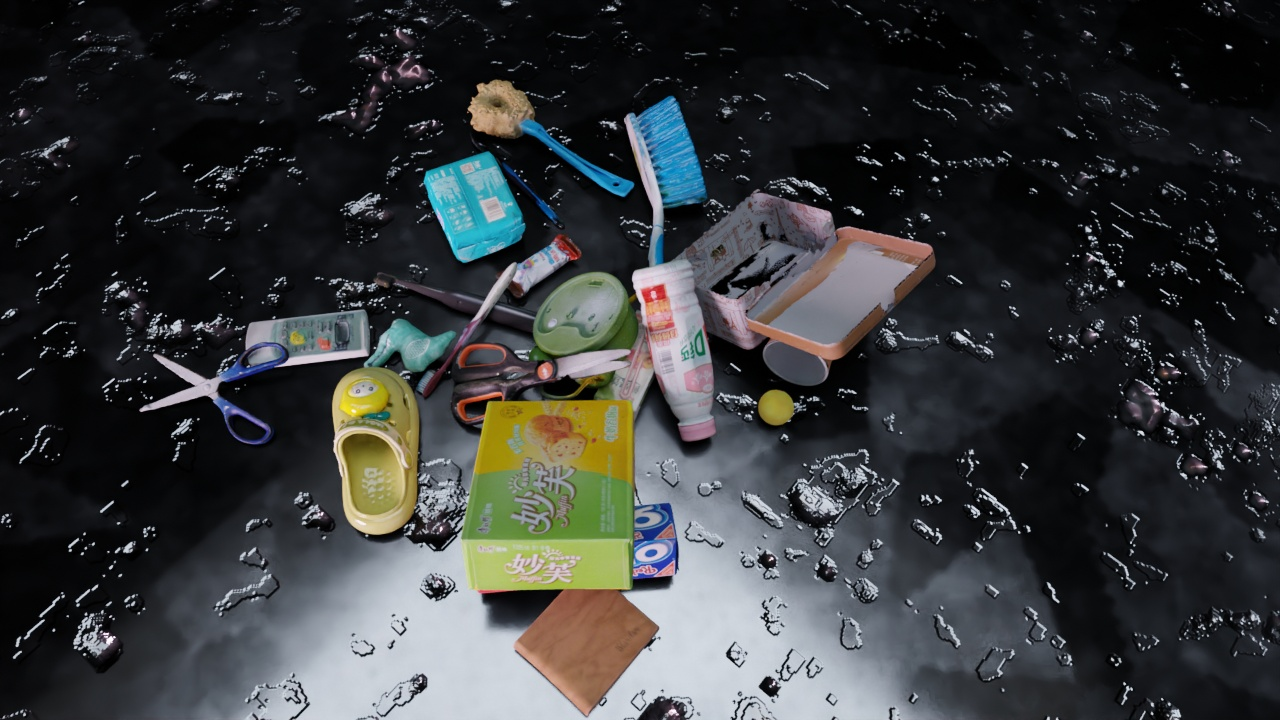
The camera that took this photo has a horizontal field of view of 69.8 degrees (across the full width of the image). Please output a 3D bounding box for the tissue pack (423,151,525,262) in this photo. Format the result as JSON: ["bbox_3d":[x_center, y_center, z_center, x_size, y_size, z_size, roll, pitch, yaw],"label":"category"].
[{"bbox_3d":[-0.206,-0.193,1.134,0.093,0.050,0.133,-21,66,-12],"label":"tissue pack"}]

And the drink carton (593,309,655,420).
[{"bbox_3d":[-0.006,0.006,1.050,0.053,0.046,0.122,23,64,6],"label":"drink carton"}]

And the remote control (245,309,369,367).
[{"bbox_3d":[-0.381,-0.024,1.053,0.135,0.019,0.056,-7,64,-8],"label":"remote control"}]

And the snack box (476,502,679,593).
[{"bbox_3d":[-0.065,0.190,0.935,0.207,0.057,0.058,-4,34,-5],"label":"snack box"}]

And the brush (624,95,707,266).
[{"bbox_3d":[0.035,-0.193,1.155,0.109,0.061,0.314,-14,67,-5],"label":"brush"}]

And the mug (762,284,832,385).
[{"bbox_3d":[0.202,-0.041,1.075,0.078,0.078,0.122,25,60,9],"label":"mug"}]

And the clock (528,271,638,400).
[{"bbox_3d":[-0.065,-0.025,1.031,0.116,0.056,0.161,6,59,37],"label":"clock"}]

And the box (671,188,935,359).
[{"bbox_3d":[0.173,-0.090,1.023,0.176,0.082,0.260,-41,40,-21],"label":"box"}]

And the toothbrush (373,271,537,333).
[{"bbox_3d":[-0.214,-0.070,1.085,0.213,0.026,0.027,16,42,4],"label":"toothbrush"}]

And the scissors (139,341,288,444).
[{"bbox_3d":[-0.462,0.031,1.013,0.174,0.012,0.162,-38,78,-7],"label":"scissors"}]

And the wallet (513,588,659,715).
[{"bbox_3d":[-0.053,0.278,0.924,0.101,0.020,0.115,38,64,13],"label":"wallet"}]

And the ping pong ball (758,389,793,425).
[{"bbox_3d":[0.154,0.053,1.040,0.040,0.040,0.040,2,63,-3],"label":"ping pong ball"}]

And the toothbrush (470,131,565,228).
[{"bbox_3d":[-0.159,-0.232,1.181,0.014,0.016,0.189,-35,73,-29],"label":"toothbrush"}]

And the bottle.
[{"bbox_3d":[0.044,-0.010,1.013,0.068,0.068,0.197,-15,96,-12],"label":"bottle"}]

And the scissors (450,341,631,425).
[{"bbox_3d":[-0.114,-0.001,0.993,0.235,0.021,0.148,-31,64,17],"label":"scissors"}]

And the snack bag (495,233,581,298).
[{"bbox_3d":[-0.121,-0.116,1.115,0.105,0.026,0.045,-37,74,-18],"label":"snack bag"}]

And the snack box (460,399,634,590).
[{"bbox_3d":[-0.084,0.127,0.913,0.157,0.070,0.209,0,35,0],"label":"snack box"}]

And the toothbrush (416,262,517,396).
[{"bbox_3d":[-0.198,-0.038,1.056,0.017,0.016,0.187,29,78,21],"label":"toothbrush"}]

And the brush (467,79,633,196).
[{"bbox_3d":[-0.119,-0.286,1.199,0.255,0.046,0.083,34,61,8],"label":"brush"}]

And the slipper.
[{"bbox_3d":[-0.280,0.086,0.971,0.091,0.082,0.190,-7,66,-11],"label":"slipper"}]

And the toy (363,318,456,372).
[{"bbox_3d":[-0.267,-0.014,1.046,0.092,0.030,0.096,32,71,35],"label":"toy"}]
